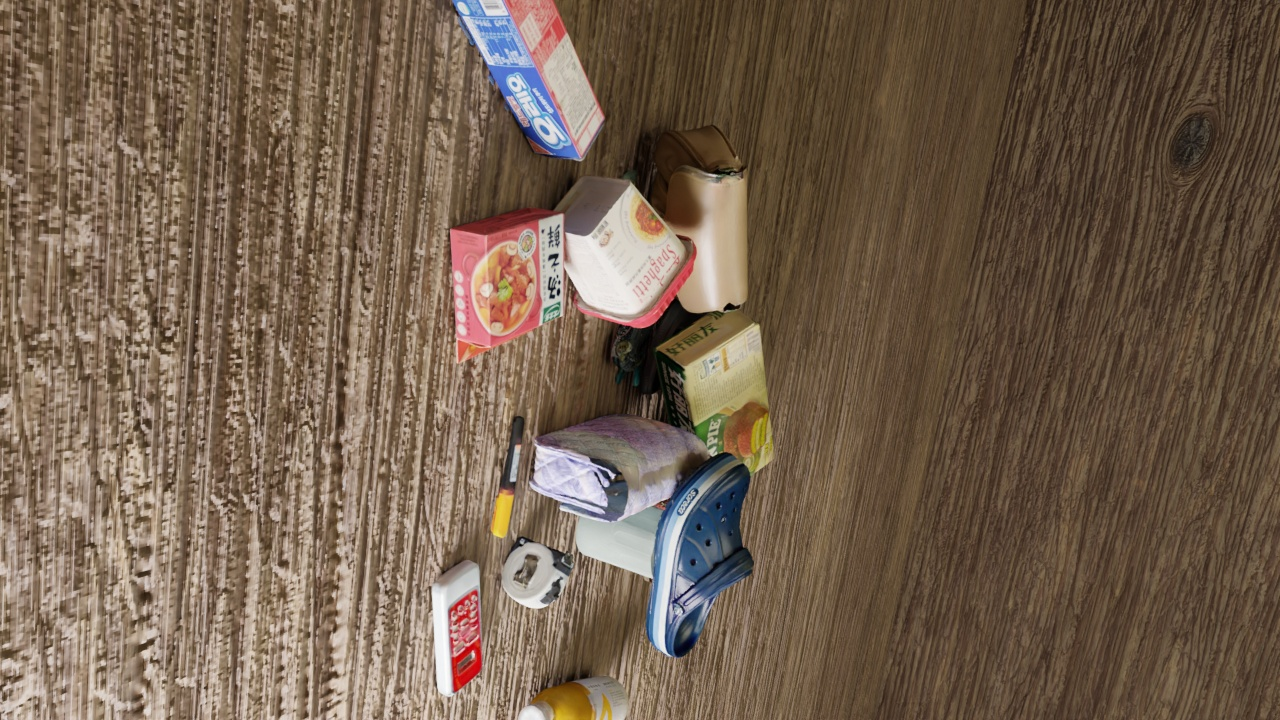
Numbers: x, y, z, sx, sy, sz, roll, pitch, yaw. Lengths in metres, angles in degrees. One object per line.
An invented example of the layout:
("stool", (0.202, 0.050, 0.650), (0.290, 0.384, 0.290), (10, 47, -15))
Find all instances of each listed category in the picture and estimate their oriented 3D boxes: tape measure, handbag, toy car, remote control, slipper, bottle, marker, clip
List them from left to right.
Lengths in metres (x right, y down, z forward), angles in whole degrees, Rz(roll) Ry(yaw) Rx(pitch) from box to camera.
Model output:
("remote control", (-0.179, 0.265, 0.907), (0.055, 0.020, 0.136), (-28, 126, -53))
("marker", (-0.133, 0.117, 0.929), (0.018, 0.015, 0.124), (7, 94, -63))
("tape measure", (-0.110, 0.224, 0.962), (0.033, 0.066, 0.066), (50, 57, -51))
("bottle", (-0.081, 0.421, 1.103), (0.189, 0.068, 0.068), (25, 81, -61))
("handbag", (-0.021, 0.115, 1.002), (0.193, 0.134, 0.075), (-12, 112, -58))
("clip", (-0.009, 0.005, 1.091), (0.013, 0.038, 0.055), (60, 44, -55))
("toy car", (-0.006, -0.039, 1.064), (0.105, 0.031, 0.049), (-68, 155, -12))
("handbag", (0.062, -0.153, 1.030), (0.099, 0.147, 0.205), (-14, 119, -17))
("slipper", (0.071, 0.227, 1.009), (0.104, 0.095, 0.253), (-17, 126, -55))
("slipper", (0.088, -0.036, 1.163), (0.267, 0.083, 0.111), (-42, 150, -51))

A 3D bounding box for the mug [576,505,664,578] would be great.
("mug", (-0.001, 0.204, 1.109), (0.123, 0.103, 0.084), (-18, 118, -56))

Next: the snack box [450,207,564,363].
("snack box", (-0.118, -0.067, 0.839), (0.113, 0.044, 0.127), (-31, 129, -52))

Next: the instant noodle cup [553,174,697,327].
("instant noodle cup", (-0.025, -0.113, 0.917), (0.116, 0.117, 0.124), (-54, 134, -17))

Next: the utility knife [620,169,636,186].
("utility knife", (-0.027, -0.136, 1.007), (0.030, 0.018, 0.152), (5, 103, -55))

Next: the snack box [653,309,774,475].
("snack box", (0.095, 0.057, 1.116), (0.114, 0.063, 0.240), (-33, 135, -20))

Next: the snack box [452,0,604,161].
("snack box", (-0.096, -0.262, 0.778), (0.058, 0.057, 0.207), (-64, 149, -25))

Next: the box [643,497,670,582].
("box", (0.052, 0.230, 1.241), (0.091, 0.079, 0.168), (-44, 138, -45))
